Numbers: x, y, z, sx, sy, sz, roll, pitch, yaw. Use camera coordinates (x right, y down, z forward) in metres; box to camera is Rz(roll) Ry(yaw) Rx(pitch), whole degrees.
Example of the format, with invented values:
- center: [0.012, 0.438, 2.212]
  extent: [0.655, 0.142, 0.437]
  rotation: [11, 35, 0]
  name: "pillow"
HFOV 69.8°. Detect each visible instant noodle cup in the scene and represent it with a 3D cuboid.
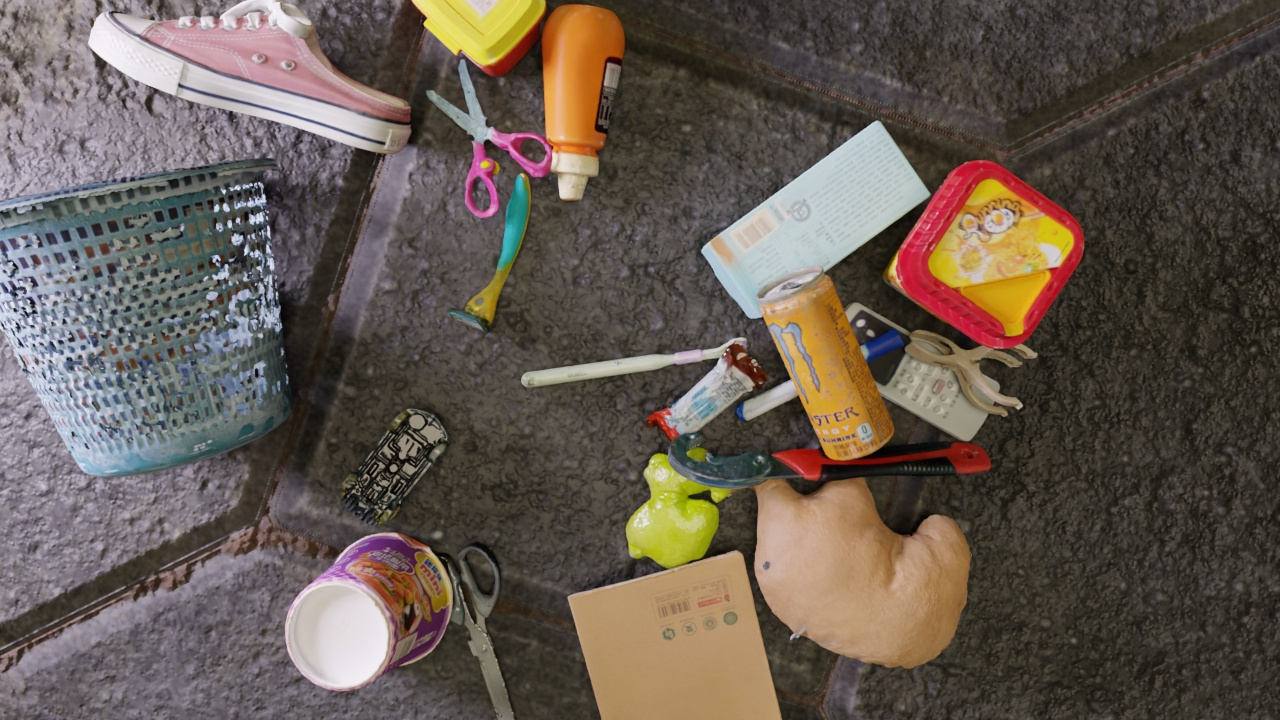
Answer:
- center: [-0.215, 0.199, 0.713]
  extent: [0.111, 0.099, 0.111]
  rotation: [0, 91, 8]
  name: "instant noodle cup"
- center: [0.255, -0.079, 0.716]
  extent: [0.116, 0.123, 0.116]
  rotation: [34, 90, -3]
  name: "instant noodle cup"

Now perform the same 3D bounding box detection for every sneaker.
- center: [-0.290, -0.235, 0.705]
  extent: [0.241, 0.118, 0.088]
  rotation: [16, 108, -8]
  name: "sneaker"

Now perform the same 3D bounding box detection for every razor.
- center: [-0.115, -0.089, 0.751]
  extent: [0.028, 0.043, 0.132]
  rotation: [20, 90, -47]
  name: "razor"

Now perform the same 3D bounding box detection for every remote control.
- center: [0.225, 0.009, 0.768]
  extent: [0.150, 0.021, 0.058]
  rotation: [29, 90, -3]
  name: "remote control"

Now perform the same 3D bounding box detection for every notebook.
- center: [0.036, 0.272, 0.762]
  extent: [0.148, 0.008, 0.208]
  rotation: [-15, 99, -2]
  name: "notebook"

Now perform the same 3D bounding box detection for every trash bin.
- center: [-0.356, -0.030, 0.668]
  extent: [0.226, 0.226, 0.195]
  rotation: [-11, 104, -2]
  name: "trash bin"

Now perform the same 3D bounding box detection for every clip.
- center: [0.268, 0.014, 0.741]
  extent: [0.102, 0.035, 0.095]
  rotation: [-1, 74, -7]
  name: "clip"

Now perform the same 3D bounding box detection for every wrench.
- center: [0.158, 0.081, 0.745]
  extent: [0.273, 0.056, 0.016]
  rotation: [1, 128, -9]
  name: "wrench"

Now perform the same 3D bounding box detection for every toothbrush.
- center: [-0.005, 0.004, 0.761]
  extent: [0.189, 0.020, 0.029]
  rotation: [-7, 116, -2]
  name: "toothbrush"

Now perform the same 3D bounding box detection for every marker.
- center: [0.145, 0.013, 0.753]
  extent: [0.146, 0.017, 0.017]
  rotation: [-27, 92, 12]
  name: "marker"

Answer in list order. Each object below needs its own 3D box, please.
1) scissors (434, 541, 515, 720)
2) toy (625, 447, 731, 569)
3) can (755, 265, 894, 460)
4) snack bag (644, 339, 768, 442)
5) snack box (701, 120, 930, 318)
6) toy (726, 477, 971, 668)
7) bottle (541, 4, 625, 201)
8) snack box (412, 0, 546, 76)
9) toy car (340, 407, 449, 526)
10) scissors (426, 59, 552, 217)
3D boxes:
- center: [-0.141, 0.241, 0.768]
  extent: [0.133, 0.014, 0.175]
  rotation: [16, 94, -1]
  name: "scissors"
- center: [0.032, 0.125, 0.756]
  extent: [0.097, 0.031, 0.100]
  rotation: [-11, 92, 12]
  name: "toy"
- center: [0.143, 0.003, 0.709]
  extent: [0.058, 0.058, 0.146]
  rotation: [-27, 105, -1]
  name: "can"
- center: [0.054, 0.032, 0.753]
  extent: [0.105, 0.026, 0.045]
  rotation: [-41, 100, 8]
  name: "snack bag"
- center: [0.141, -0.113, 0.747]
  extent: [0.175, 0.051, 0.074]
  rotation: [-36, 94, 0]
  name: "snack box"
- center: [0.156, 0.161, 0.744]
  extent: [0.226, 0.083, 0.143]
  rotation: [25, 70, 0]
  name: "toy"
- center: [-0.050, -0.203, 0.737]
  extent: [0.067, 0.066, 0.149]
  rotation: [5, 99, -2]
  name: "bottle"
- center: [-0.126, -0.273, 0.721]
  extent: [0.091, 0.080, 0.082]
  rotation: [43, 89, -2]
  name: "snack box"
- center: [-0.199, 0.085, 0.751]
  extent: [0.049, 0.031, 0.105]
  rotation: [39, 91, -3]
  name: "toy car"
- center: [-0.121, -0.186, 0.740]
  extent: [0.108, 0.017, 0.135]
  rotation: [-17, 83, 18]
  name: "scissors"
